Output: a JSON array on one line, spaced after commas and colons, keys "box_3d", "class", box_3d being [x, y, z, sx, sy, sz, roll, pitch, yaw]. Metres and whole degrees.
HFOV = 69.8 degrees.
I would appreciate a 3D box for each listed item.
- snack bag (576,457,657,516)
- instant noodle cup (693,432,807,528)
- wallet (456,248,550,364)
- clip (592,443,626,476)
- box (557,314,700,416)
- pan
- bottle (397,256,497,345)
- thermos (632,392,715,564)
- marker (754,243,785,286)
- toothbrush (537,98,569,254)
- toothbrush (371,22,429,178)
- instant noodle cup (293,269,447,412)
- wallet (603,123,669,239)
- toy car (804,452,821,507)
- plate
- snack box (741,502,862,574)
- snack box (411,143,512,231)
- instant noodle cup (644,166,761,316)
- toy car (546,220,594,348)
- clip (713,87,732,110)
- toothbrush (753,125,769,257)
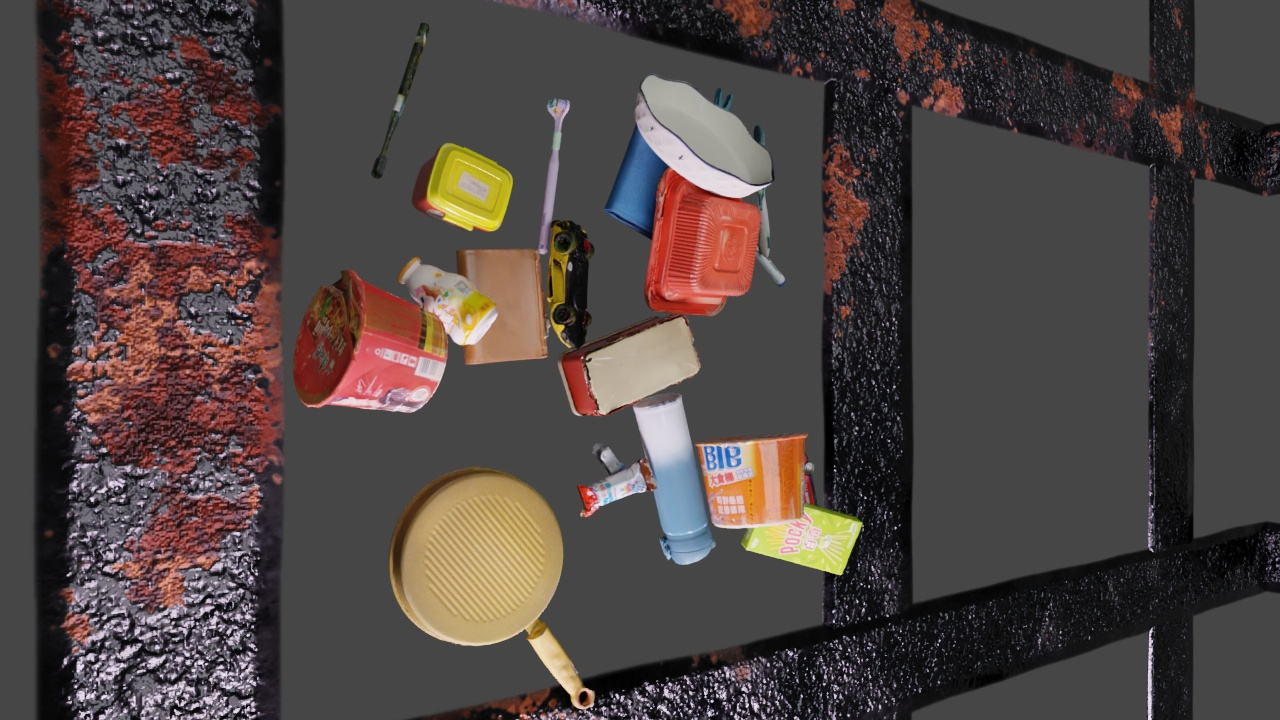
[{"box_3d": [-0.032, 0.159, 1.148, 0.105, 0.026, 0.045, -21, 99, -17], "class": "snack bag"}, {"box_3d": [0.149, 0.156, 1.203, 0.151, 0.152, 0.111, -3, 86, -35], "class": "instant noodle cup"}, {"box_3d": [-0.158, -0.064, 1.065, 0.107, 0.031, 0.132, -6, 94, -32], "class": "wallet"}, {"box_3d": [-0.037, 0.128, 1.157, 0.024, 0.028, 0.057, -46, 124, -21], "class": "clip"}, {"box_3d": [-0.007, 0.006, 1.143, 0.168, 0.079, 0.091, -23, 103, -32], "class": "box"}, {"box_3d": [-0.145, 0.285, 1.067, 0.197, 0.078, 0.357, -42, 106, -25], "class": "pan"}, {"box_3d": [-0.211, -0.067, 0.998, 0.108, 0.063, 0.063, 38, 67, -1], "class": "bottle"}, {"box_3d": [0.043, 0.154, 1.188, 0.070, 0.070, 0.220, -18, 101, -34], "class": "thermos"}, {"box_3d": [0.161, -0.160, 1.299, 0.146, 0.017, 0.016, 48, 65, -26], "class": "marker"}, {"box_3d": [-0.108, -0.222, 1.107, 0.021, 0.029, 0.189, 15, 81, -73], "class": "toothbrush"}, {"box_3d": [-0.260, -0.285, 1.000, 0.012, 0.017, 0.185, 20, 79, -27], "class": "toothbrush"}, {"box_3d": [-0.270, -0.008, 0.929, 0.108, 0.138, 0.137, 19, 79, -42], "class": "instant noodle cup"}, {"box_3d": [0.018, -0.229, 1.186, 0.106, 0.040, 0.133, 26, 79, -30], "class": "wallet"}, {"box_3d": [0.229, 0.185, 1.326, 0.045, 0.053, 0.120, -14, 103, -14], "class": "toy car"}, {"box_3d": [0.077, -0.279, 1.161, 0.204, 0.046, 0.204, 27, 35, -21], "class": "plate"}, {"box_3d": [0.229, 0.245, 1.300, 0.156, 0.026, 0.086, 18, 99, -16], "class": "snack box"}, {"box_3d": [-0.199, -0.183, 1.005, 0.091, 0.080, 0.082, 21, 77, -34], "class": "snack box"}, {"box_3d": [0.086, -0.146, 1.180, 0.164, 0.079, 0.189, -3, 105, -47], "class": "instant noodle cup"}, {"box_3d": [-0.086, -0.092, 1.098, 0.071, 0.041, 0.156, 7, 82, -71], "class": "toy car"}, {"box_3d": [0.111, -0.347, 1.266, 0.041, 0.014, 0.056, 18, 80, -34], "class": "clip"}, {"box_3d": [0.174, -0.239, 1.299, 0.018, 0.016, 0.191, 3, 82, -47], "class": "toothbrush"}]
